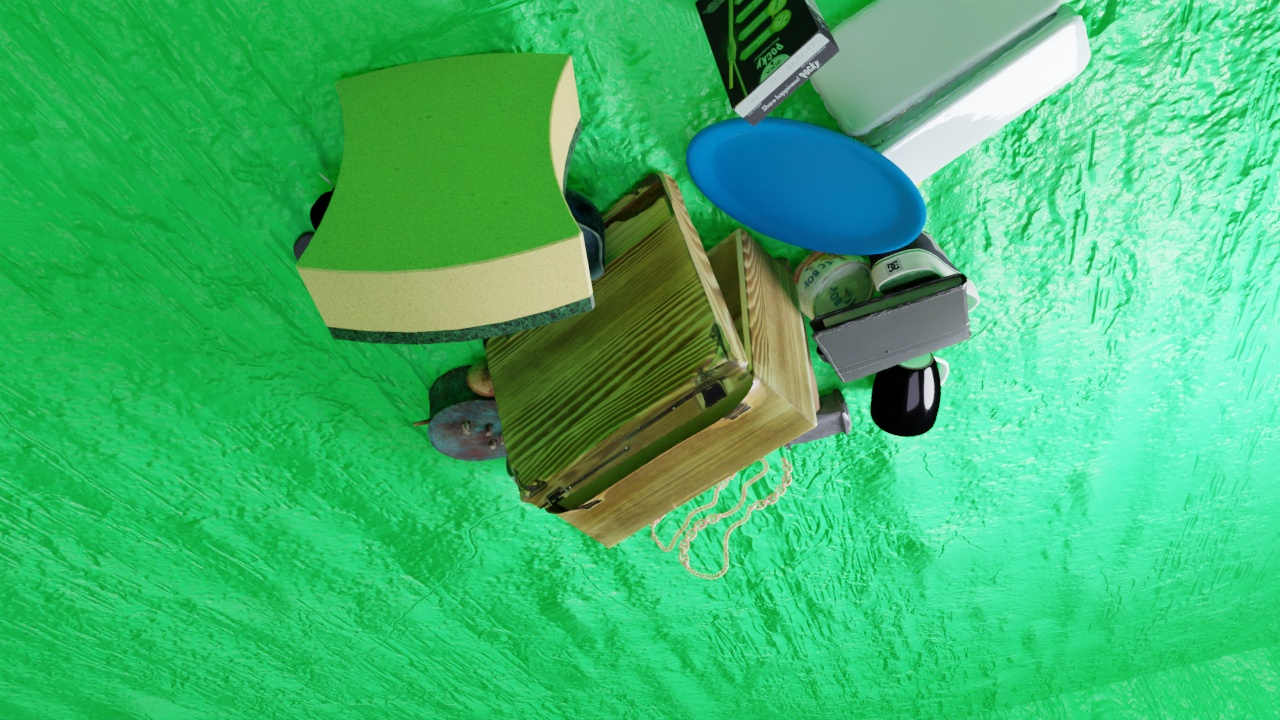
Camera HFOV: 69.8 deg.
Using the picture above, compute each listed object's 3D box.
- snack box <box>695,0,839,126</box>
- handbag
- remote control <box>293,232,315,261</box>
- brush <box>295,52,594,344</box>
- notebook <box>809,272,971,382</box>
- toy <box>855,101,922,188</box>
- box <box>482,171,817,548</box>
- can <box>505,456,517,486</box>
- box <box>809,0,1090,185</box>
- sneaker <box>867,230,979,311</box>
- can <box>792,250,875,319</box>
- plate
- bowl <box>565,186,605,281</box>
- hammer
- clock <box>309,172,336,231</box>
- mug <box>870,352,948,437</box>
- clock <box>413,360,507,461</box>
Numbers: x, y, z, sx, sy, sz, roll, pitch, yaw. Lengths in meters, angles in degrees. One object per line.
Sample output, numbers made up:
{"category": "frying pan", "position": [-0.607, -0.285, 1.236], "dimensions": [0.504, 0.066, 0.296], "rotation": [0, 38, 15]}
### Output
{"category": "snack box", "position": [0.092, -0.254, 0.695], "dimensions": [0.025, 0.147, 0.080], "rotation": [27, 128, -37]}
{"category": "handbag", "position": [0.080, 0.125, 1.104], "dimensions": [0.198, 0.187, 0.117], "rotation": [-39, 151, -24]}
{"category": "remote control", "position": [-0.277, -0.102, 0.907], "dimensions": [0.124, 0.009, 0.047], "rotation": [5, 138, -18]}
{"category": "brush", "position": [-0.142, -0.132, 0.710], "dimensions": [0.195, 0.249, 0.075], "rotation": [-7, 141, 1]}
{"category": "notebook", "position": [0.279, -0.031, 1.014], "dimensions": [0.170, 0.029, 0.209], "rotation": [-18, 157, 15]}
{"category": "toy", "position": [0.237, -0.196, 0.881], "dimensions": [0.092, 0.046, 0.115], "rotation": [2, 132, -14]}
{"category": "box", "position": [-0.006, 0.009, 0.912], "dimensions": [0.280, 0.258, 0.220], "rotation": [-34, 123, 28]}
{"category": "can", "position": [-0.093, 0.125, 1.163], "dimensions": [0.139, 0.087, 0.088], "rotation": [13, 135, -26]}
{"category": "box", "position": [0.266, -0.247, 0.782], "dimensions": [0.211, 0.084, 0.186], "rotation": [-32, 128, 17]}
{"category": "sneaker", "position": [0.308, -0.098, 1.005], "dimensions": [0.084, 0.079, 0.235], "rotation": [-22, 157, 27]}
{"category": "can", "position": [0.209, -0.080, 0.997], "dimensions": [0.086, 0.043, 0.086], "rotation": [-15, 129, -20]}
{"category": "plate", "position": [0.151, -0.162, 0.840], "dimensions": [0.224, 0.024, 0.224], "rotation": [20, 165, 5]}
{"category": "bowl", "position": [-0.075, -0.128, 0.872], "dimensions": [0.110, 0.055, 0.110], "rotation": [18, 149, 11]}
{"category": "hammer", "position": [0.192, -0.003, 1.109], "dimensions": [0.098, 0.052, 0.329], "rotation": [-15, 138, 6]}
{"category": "clock", "position": [-0.247, -0.119, 0.842], "dimensions": [0.091, 0.042, 0.121], "rotation": [11, 145, 18]}
{"category": "mug", "position": [0.348, 0.025, 1.158], "dimensions": [0.118, 0.085, 0.100], "rotation": [-29, 135, -25]}
{"category": "clock", "position": [-0.178, 0.058, 1.075], "dimensions": [0.158, 0.073, 0.121], "rotation": [-37, 134, 27]}
